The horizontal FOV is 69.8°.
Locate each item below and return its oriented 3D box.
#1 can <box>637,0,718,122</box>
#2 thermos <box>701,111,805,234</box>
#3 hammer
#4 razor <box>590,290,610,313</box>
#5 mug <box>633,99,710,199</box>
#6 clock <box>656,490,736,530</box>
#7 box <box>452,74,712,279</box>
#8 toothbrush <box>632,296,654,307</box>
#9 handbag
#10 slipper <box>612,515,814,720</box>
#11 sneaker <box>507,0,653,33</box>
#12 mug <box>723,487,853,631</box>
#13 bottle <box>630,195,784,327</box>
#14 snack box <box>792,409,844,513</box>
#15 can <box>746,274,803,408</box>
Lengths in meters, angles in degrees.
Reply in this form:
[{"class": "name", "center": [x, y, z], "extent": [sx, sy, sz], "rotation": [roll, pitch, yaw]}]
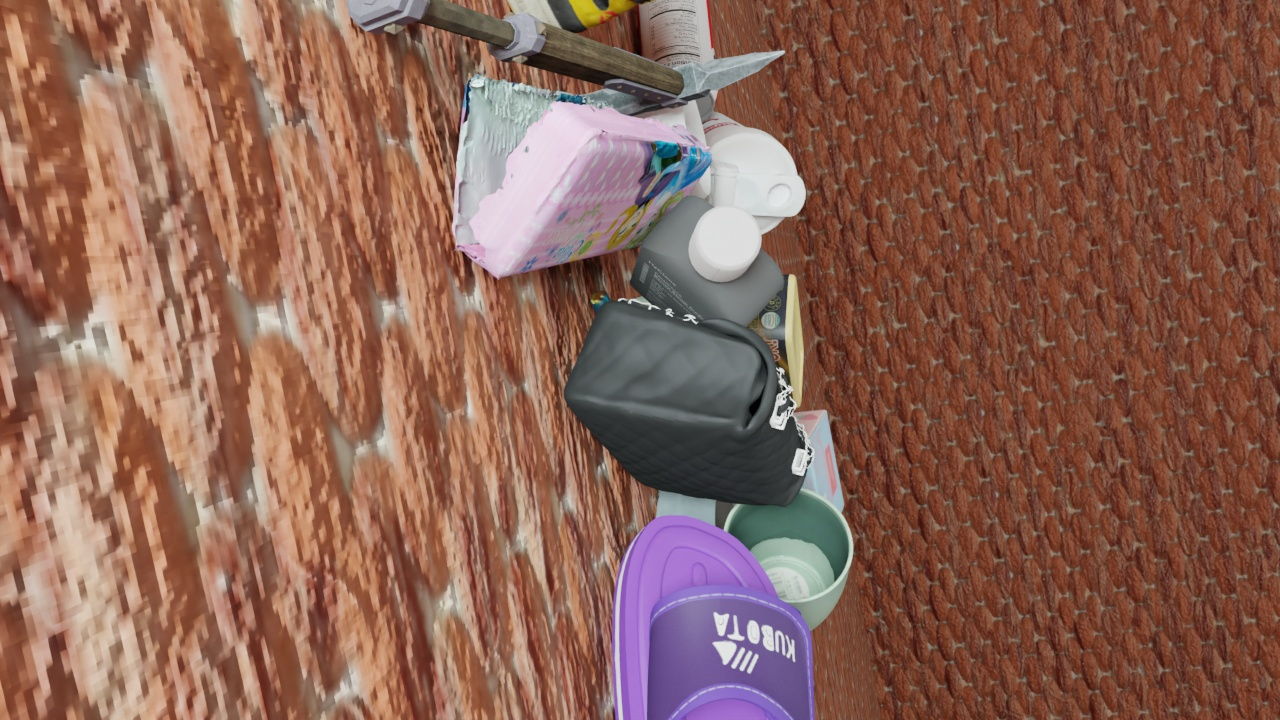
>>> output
[{"class": "can", "center": [0.035, -0.294, 0.873], "extent": [0.070, 0.070, 0.132], "rotation": [51, 32, -62]}, {"class": "thermos", "center": [0.078, -0.180, 0.865], "extent": [0.220, 0.099, 0.099], "rotation": [-107, 180, -66]}, {"class": "hammer", "center": [-0.033, -0.160, 0.476], "extent": [0.316, 0.147, 0.028], "rotation": [-21, 101, -64]}, {"class": "razor", "center": [-0.004, 0.004, 0.638], "extent": [0.042, 0.022, 0.144], "rotation": [43, -11, 43]}, {"class": "mug", "center": [0.009, -0.171, 0.701], "extent": [0.094, 0.068, 0.115], "rotation": [48, 35, -64]}, {"class": "clock", "center": [0.049, 0.139, 0.697], "extent": [0.122, 0.045, 0.159], "rotation": [64, 23, -48]}, {"class": "box", "center": [-0.032, -0.102, 0.493], "extent": [0.071, 0.085, 0.230], "rotation": [42, 20, 6]}, {"class": "toothbrush", "center": [0.015, -0.049, 0.747], "extent": [0.154, 0.015, 0.022], "rotation": [-25, 136, -74]}, {"class": "handbag", "center": [0.043, 0.018, 0.555], "extent": [0.114, 0.125, 0.154], "rotation": [-67, 154, -22]}, {"class": "slipper", "center": [0.045, 0.201, 0.475], "extent": [0.084, 0.107, 0.265], "rotation": [128, -28, -54]}, {"class": "sneaker", "center": [-0.040, -0.299, 0.492], "extent": [0.085, 0.122, 0.239], "rotation": [-83, 159, -50]}, {"class": "mug", "center": [0.092, 0.157, 0.627], "extent": [0.111, 0.084, 0.104], "rotation": [-56, 157, -27]}, {"class": "bottle", "center": [0.042, -0.054, 0.568], "extent": [0.084, 0.046, 0.174], "rotation": [42, -8, 3]}, {"class": "snack box", "center": [0.115, 0.101, 0.787], "extent": [0.079, 0.095, 0.093], "rotation": [-38, 117, -62]}, {"class": "can", "center": [0.081, -0.014, 0.767], "extent": [0.131, 0.101, 0.072], "rotation": [68, 26, -56]}]
